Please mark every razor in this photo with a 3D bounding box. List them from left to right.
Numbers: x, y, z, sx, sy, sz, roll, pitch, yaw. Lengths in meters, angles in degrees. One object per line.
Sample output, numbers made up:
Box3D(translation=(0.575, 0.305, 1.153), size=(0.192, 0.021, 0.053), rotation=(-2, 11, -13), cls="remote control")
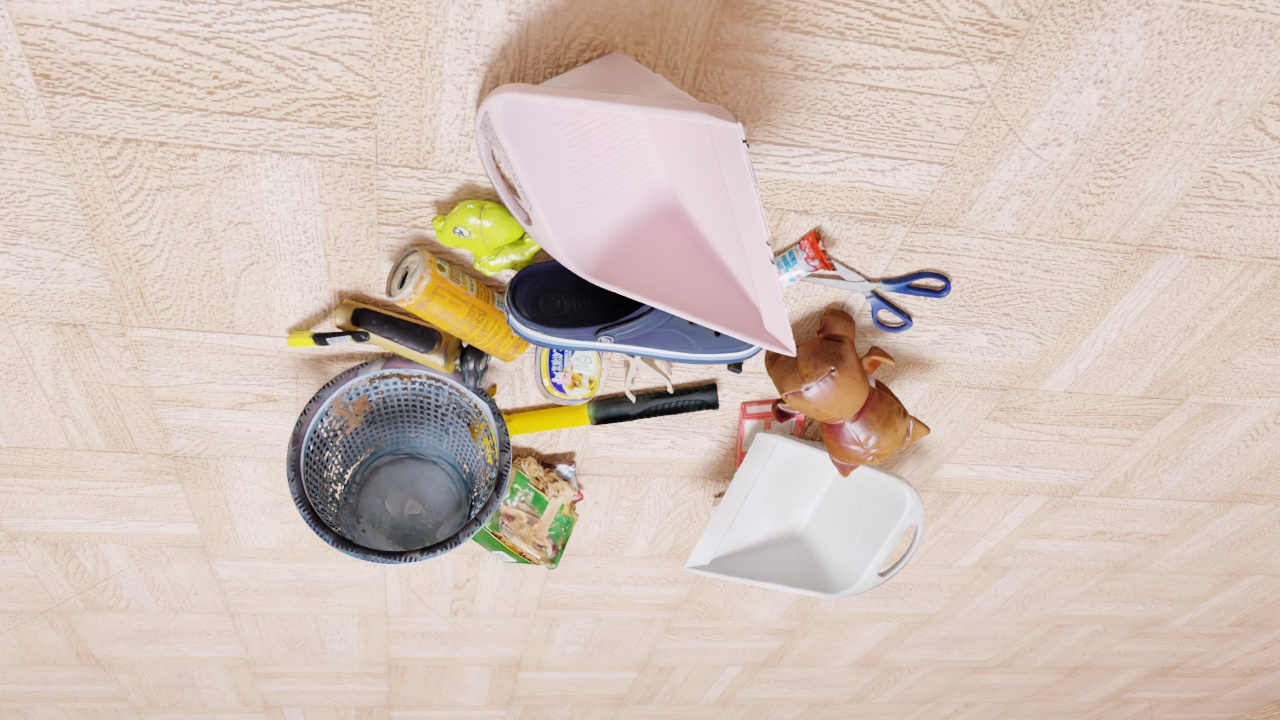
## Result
Box3D(translation=(-0.228, -0.022, 0.934), size=(0.167, 0.062, 0.068), rotation=(22, 168, -23), cls="razor")

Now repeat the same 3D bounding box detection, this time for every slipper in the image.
Box3D(translation=(0.000, -0.061, 0.854), size=(0.252, 0.105, 0.095), rotation=(3, 153, -6), cls="slipper")

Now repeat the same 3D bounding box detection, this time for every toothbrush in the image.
Box3D(translation=(0.046, -0.017, 0.984), size=(0.185, 0.017, 0.012), rotation=(20, 154, -38), cls="toothbrush")

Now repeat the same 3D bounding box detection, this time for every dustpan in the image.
Box3D(translation=(-0.017, -0.111, 0.706), size=(0.138, 0.273, 0.223), rotation=(-29, 132, -5), cls="dustpan")
Box3D(translation=(0.228, 0.212, 1.156), size=(0.257, 0.142, 0.223), rotation=(1, 122, -44), cls="dustpan")

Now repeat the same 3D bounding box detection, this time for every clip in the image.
Box3D(translation=(-0.010, 0.008, 1.012), size=(0.094, 0.035, 0.102), rotation=(-34, 130, 31), cls="clip")

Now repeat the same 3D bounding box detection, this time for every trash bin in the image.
Box3D(translation=(-0.264, 0.135, 1.029), size=(0.226, 0.226, 0.195), rotation=(3, 155, -11), cls="trash bin")

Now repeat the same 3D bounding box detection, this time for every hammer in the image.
Box3D(translation=(-0.058, 0.063, 1.080), size=(0.301, 0.032, 0.129), rotation=(-8, 144, 5), cls="hammer")

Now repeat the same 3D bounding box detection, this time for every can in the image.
Box3D(translation=(-0.172, -0.052, 0.893), size=(0.058, 0.058, 0.146), rotation=(-31, 136, 30), cls="can")
Box3D(translation=(-0.073, -0.010, 0.957), size=(0.074, 0.049, 0.148), rotation=(6, 147, -3), cls="can")

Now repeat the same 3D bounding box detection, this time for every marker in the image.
Box3D(translation=(-0.312, -0.023, 0.915), size=(0.124, 0.015, 0.018), rotation=(-2, 151, 36), cls="marker")

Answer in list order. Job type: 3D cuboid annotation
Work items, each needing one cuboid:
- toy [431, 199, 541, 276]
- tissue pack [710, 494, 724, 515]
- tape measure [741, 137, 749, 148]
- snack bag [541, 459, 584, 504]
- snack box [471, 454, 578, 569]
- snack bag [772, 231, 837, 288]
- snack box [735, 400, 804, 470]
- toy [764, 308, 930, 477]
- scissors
Box3D(translation=(-0.137, -0.114, 0.838), size=(0.096, 0.031, 0.100), rotation=(-8, 147, -2), cls="toy")
Box3D(translation=(0.171, 0.225, 1.295), size=(0.090, 0.063, 0.140), rotation=(-27, 138, 25), cls="tissue pack")
Box3D(translation=(0.051, -0.182, 0.770), size=(0.060, 0.028, 0.057), rotation=(-31, 137, 31), cls="tape measure")
Box3D(translation=(-0.100, 0.158, 1.207), size=(0.045, 0.026, 0.105), rotation=(0, 141, 6), cls="snack bag")
Box3D(translation=(-0.160, 0.200, 1.168), size=(0.118, 0.117, 0.106), rotation=(40, 139, -20), cls="snack box")
Box3D(translation=(0.139, -0.087, 0.904), size=(0.104, 0.026, 0.048), rotation=(-25, 105, 23), cls="snack bag")
Box3D(translation=(0.162, 0.103, 1.163), size=(0.075, 0.025, 0.153), rotation=(-6, 143, -1), cls="snack box")
Box3D(translation=(0.225, 0.042, 1.019), size=(0.140, 0.130, 0.199), rotation=(-30, 115, 32), cls="toy")
Box3D(translation=(0.239, -0.070, 0.955), size=(0.166, 0.012, 0.155), rotation=(-7, 142, 5), cls="scissors")
